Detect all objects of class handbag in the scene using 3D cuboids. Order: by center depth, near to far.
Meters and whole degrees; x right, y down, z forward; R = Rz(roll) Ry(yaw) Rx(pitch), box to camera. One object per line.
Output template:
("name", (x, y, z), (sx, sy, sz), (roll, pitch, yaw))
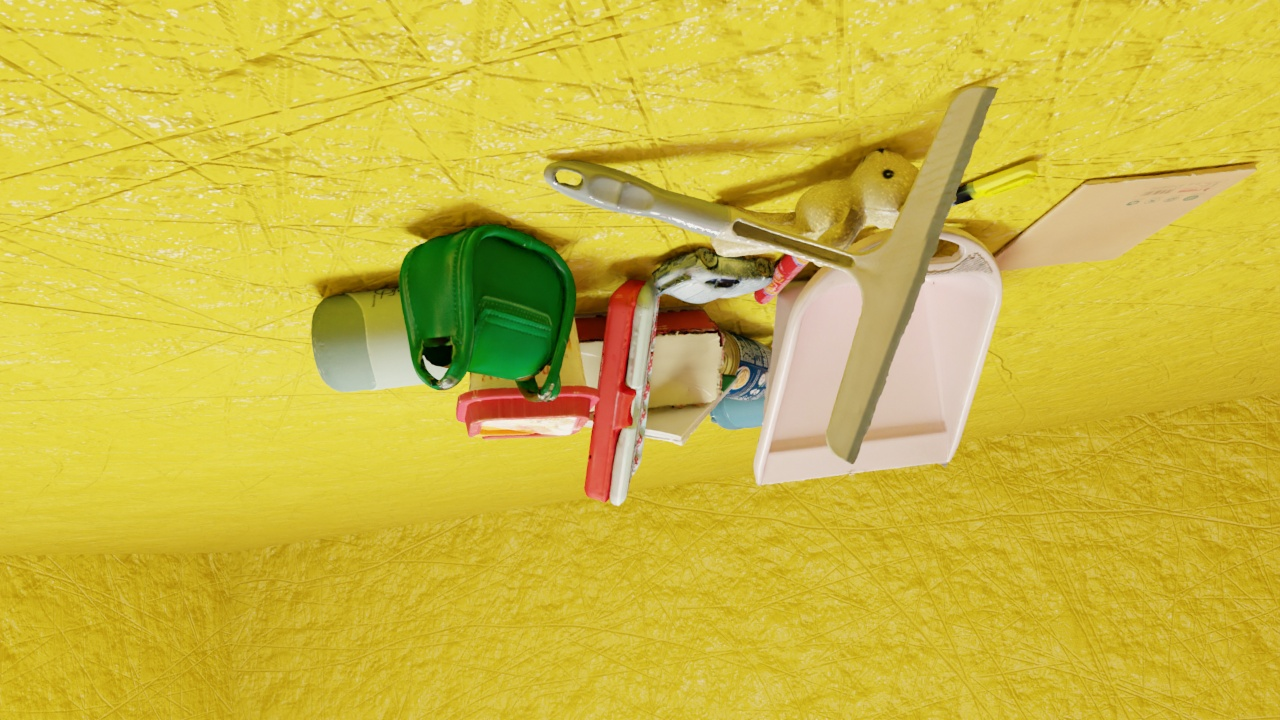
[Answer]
("handbag", (-0.107, -0.032, 0.673), (0.068, 0.120, 0.131), (-10, 168, 31))

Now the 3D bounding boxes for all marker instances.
("marker", (0.244, -0.125, 0.707), (0.124, 0.015, 0.018), (-17, 161, 42))

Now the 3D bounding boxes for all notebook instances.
("notebook", (0.417, -0.123, 0.830), (0.148, 0.008, 0.208), (-6, 167, -4))
("notebook", (-0.021, 0.036, 0.967), (0.209, 0.012, 0.150), (7, -155, 26))

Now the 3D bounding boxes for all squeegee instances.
("squeegee", (0.059, -0.084, 0.583), (0.246, 0.247, 0.039), (16, -166, -1))

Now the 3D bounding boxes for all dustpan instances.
("dustpan", (0.225, 0.007, 0.859), (0.222, 0.273, 0.139), (-8, -168, -11))

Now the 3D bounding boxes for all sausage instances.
("sausage", (0.129, -0.079, 0.831), (0.020, 0.020, 0.156), (-5, 166, -11))

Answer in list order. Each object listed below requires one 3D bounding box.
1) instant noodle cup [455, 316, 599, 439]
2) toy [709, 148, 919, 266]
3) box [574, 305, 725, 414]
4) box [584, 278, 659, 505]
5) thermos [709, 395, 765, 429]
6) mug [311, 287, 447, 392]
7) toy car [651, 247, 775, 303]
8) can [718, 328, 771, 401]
("instant noodle cup", (-0.100, -0.001, 0.789), (0.116, 0.124, 0.117), (-1, 166, -13))
("toy", (0.122, -0.105, 0.644), (0.157, 0.066, 0.104), (-9, -160, 23))
("box", (-0.005, 0.005, 0.898), (0.168, 0.091, 0.079), (-5, -153, -12))
("box", (-0.009, 0.028, 0.825), (0.048, 0.201, 0.087), (11, -161, 10))
("thermos", (0.168, 0.046, 1.119), (0.070, 0.070, 0.221), (1, 171, -33))
("mug", (-0.209, -0.023, 0.768), (0.106, 0.082, 0.111), (-7, -162, -3))
("toy car", (0.066, -0.070, 0.797), (0.120, 0.036, 0.054), (-1, 165, -40))
("can", (0.102, 0.006, 1.053), (0.075, 0.075, 0.111), (-15, 165, 29))
